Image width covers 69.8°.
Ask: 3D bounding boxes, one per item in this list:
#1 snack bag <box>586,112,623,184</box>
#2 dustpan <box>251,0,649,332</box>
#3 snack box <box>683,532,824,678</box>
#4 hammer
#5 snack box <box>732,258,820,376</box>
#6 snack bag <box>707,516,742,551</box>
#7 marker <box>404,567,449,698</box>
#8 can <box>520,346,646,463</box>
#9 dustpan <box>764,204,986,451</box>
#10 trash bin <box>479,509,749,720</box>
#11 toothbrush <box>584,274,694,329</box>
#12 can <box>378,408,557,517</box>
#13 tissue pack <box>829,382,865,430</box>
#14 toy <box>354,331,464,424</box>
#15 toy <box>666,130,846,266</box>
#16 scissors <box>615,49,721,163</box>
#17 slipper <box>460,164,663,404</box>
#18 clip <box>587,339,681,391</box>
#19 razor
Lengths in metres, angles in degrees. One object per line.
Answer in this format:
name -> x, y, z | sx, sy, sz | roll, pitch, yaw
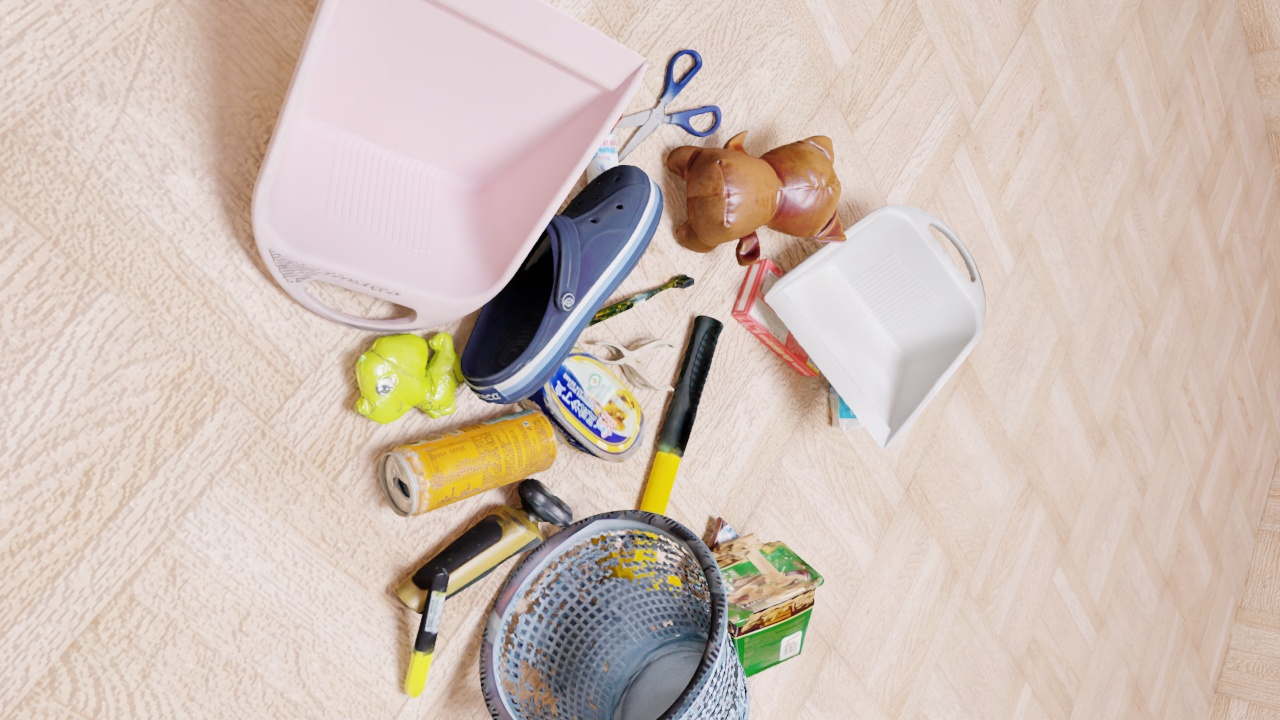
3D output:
snack bag -> -0.036, -0.191, 0.879 | 0.048, 0.026, 0.104 | -1, 92, -9
dustpan -> -0.147, -0.135, 0.658 | 0.222, 0.274, 0.138 | 16, 58, -32
snack box -> 0.118, 0.265, 0.970 | 0.118, 0.117, 0.106 | -17, 116, -21
hammer -> 0.030, 0.095, 0.951 | 0.128, 0.033, 0.300 | 29, 73, -41
snack box -> 0.171, -0.048, 1.078 | 0.153, 0.026, 0.075 | 36, 67, -38
snack bag -> 0.111, 0.213, 1.033 | 0.105, 0.026, 0.045 | 33, 77, -35
marker -> -0.175, 0.222, 0.750 | 0.018, 0.015, 0.124 | -2, 116, -44
can -> -0.054, 0.039, 0.851 | 0.074, 0.049, 0.148 | -56, 130, -17
dustpan -> 0.297, -0.066, 1.061 | 0.222, 0.143, 0.257 | 52, 33, -2
trash bin -> -0.001, 0.281, 0.829 | 0.226, 0.227, 0.195 | -57, 138, -25
toothbrush -> -0.006, -0.057, 0.910 | 0.185, 0.017, 0.012 | -27, 126, -44
can -> -0.142, 0.085, 0.775 | 0.145, 0.058, 0.058 | -15, 102, -41
tissue pack -> 0.299, 0.037, 1.172 | 0.139, 0.063, 0.090 | -7, 95, -42
toy -> -0.188, 0.012, 0.749 | 0.100, 0.031, 0.096 | 38, 63, -41
toy -> 0.129, -0.175, 0.977 | 0.199, 0.130, 0.140 | -11, 102, -20
scissors -> 0.028, -0.252, 0.949 | 0.155, 0.012, 0.166 | 29, 74, -38
slipper -> -0.080, -0.080, 0.788 | 0.252, 0.105, 0.095 | -58, 137, -21
clip -> -0.005, 0.011, 0.915 | 0.102, 0.035, 0.094 | -17, 102, -36
razor -> -0.135, 0.158, 0.791 | 0.167, 0.062, 0.068 | -33, 145, -31
